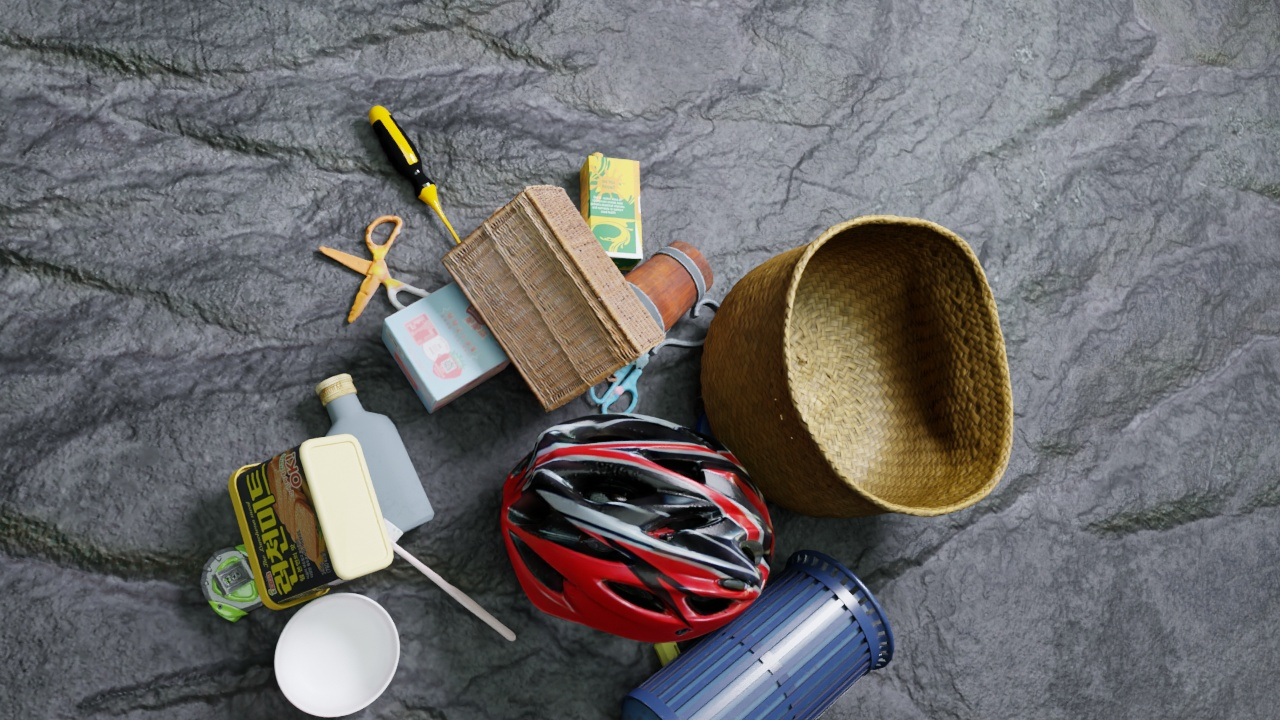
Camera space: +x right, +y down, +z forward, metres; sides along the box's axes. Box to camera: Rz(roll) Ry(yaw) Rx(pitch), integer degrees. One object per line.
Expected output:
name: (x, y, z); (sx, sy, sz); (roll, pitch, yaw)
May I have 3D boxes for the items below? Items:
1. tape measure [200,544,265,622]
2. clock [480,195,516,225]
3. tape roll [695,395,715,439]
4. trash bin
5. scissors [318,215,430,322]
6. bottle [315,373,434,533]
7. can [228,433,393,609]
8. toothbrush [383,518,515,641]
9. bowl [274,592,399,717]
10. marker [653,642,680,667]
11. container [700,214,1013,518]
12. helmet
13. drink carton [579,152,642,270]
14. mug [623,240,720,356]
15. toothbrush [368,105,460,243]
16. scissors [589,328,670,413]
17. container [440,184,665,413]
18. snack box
tape measure: (-0.358, 0.197, 0.817); (0.058, 0.036, 0.065); (-33, 89, -22)
clock: (-0.121, -0.122, 0.969); (0.125, 0.052, 0.089); (-38, 91, -23)
tape roll: (0.105, 0.083, 1.011); (0.091, 0.016, 0.093); (2, 76, -18)
trash bin: (0.107, 0.307, 0.876); (0.248, 0.140, 0.139); (-30, 87, -28)
scissors: (-0.265, -0.090, 0.935); (0.128, 0.011, 0.125); (26, 69, -11)
bottle: (-0.261, 0.091, 0.871); (0.072, 0.046, 0.161); (-24, 85, -22)
can: (-0.289, 0.140, 0.808); (0.072, 0.101, 0.130); (-6, 75, -60)
toothbrush: (-0.179, 0.209, 0.860); (0.181, 0.016, 0.018); (47, 73, -22)
bowl: (-0.271, 0.261, 0.821); (0.104, 0.054, 0.104); (5, 75, -19)
marker: (0.048, 0.340, 0.926); (0.021, 0.018, 0.124); (-23, 86, -22)
container: (0.211, 0.017, 0.948); (0.306, 0.197, 0.306); (7, 77, -30)
helmet: (0.006, 0.148, 0.866); (0.272, 0.167, 0.217); (13, 40, -13)
drink carton: (-0.033, -0.165, 1.015); (0.058, 0.041, 0.122); (2, 76, -18)
mug: (0.029, -0.057, 0.990); (0.110, 0.082, 0.117); (-41, 96, -26)
toothbrush: (-0.227, -0.181, 0.962); (0.030, 0.031, 0.196); (-33, 92, -28)
scissors: (-0.006, 0.005, 0.999); (0.056, 0.015, 0.136); (42, 62, -6)
container: (-0.082, -0.060, 0.881); (0.113, 0.113, 0.198); (-33, 92, 16)
snack box: (-0.189, -0.015, 0.904); (0.094, 0.080, 0.093); (-33, 89, -21)
